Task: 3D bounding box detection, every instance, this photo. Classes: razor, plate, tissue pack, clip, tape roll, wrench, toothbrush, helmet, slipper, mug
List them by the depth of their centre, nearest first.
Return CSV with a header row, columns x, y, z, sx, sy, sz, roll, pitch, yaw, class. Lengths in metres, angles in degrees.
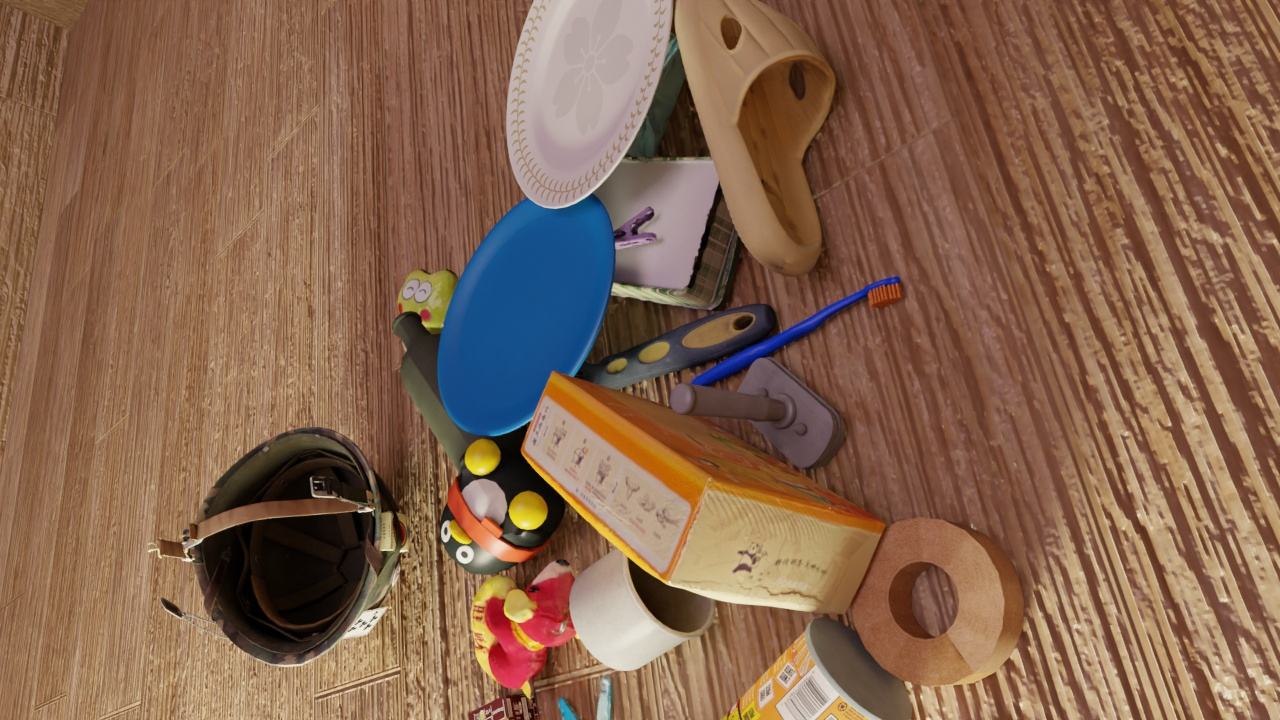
x,y,z,sx,sy,sz,roll,pitch,yaw,class
0.170,0.139,0.531,0.094,0.027,0.094,-16,67,41,tape roll
0.066,0.030,0.604,0.088,0.116,0.047,46,117,42,razor
0.105,-0.014,0.651,0.183,0.016,0.018,-30,63,35,toothbrush
0.092,-0.187,0.651,0.079,0.111,0.261,-27,64,39,slipper
0.003,0.161,0.662,0.071,0.084,0.113,-41,18,31,mug
-0.004,-0.097,0.719,0.050,0.014,0.046,-47,51,19,clip
-0.004,0.005,0.749,0.274,0.022,0.073,-19,65,40,wrench
-0.045,-0.243,0.753,0.243,0.016,0.242,-15,71,52,plate
-0.094,-0.041,0.773,0.225,0.024,0.224,-24,55,38,plate
-0.034,-0.249,0.823,0.182,0.070,0.112,30,101,45,tissue pack
-0.322,0.171,0.865,0.193,0.236,0.224,-16,51,5,helmet

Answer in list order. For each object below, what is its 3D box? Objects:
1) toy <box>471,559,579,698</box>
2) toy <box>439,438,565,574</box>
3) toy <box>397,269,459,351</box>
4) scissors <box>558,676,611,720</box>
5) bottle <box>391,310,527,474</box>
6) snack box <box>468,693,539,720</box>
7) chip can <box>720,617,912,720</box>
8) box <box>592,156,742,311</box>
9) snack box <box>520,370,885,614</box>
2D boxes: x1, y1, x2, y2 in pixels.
x,y,z,sx,sy,sz,roll,pitch,yaw,class
-0.097,0.222,0.750,0.138,0.067,0.105,-35,62,42,toy
-0.122,0.133,0.771,0.097,0.099,0.119,46,104,20,toy
-0.223,-0.040,0.965,0.092,0.046,0.115,8,92,41,toy
-0.025,0.308,0.685,0.134,0.012,0.134,-5,73,44,scissors
-0.180,0.025,0.868,0.071,0.071,0.207,-55,53,18,bottle
-0.100,0.345,0.732,0.051,0.031,0.140,-35,55,32,snack box
0.066,0.259,0.564,0.215,0.075,0.075,-53,47,19,chip can
-0.002,-0.110,0.765,0.206,0.050,0.117,11,83,46,box
0.030,0.087,0.585,0.195,0.145,0.080,29,98,55,snack box
